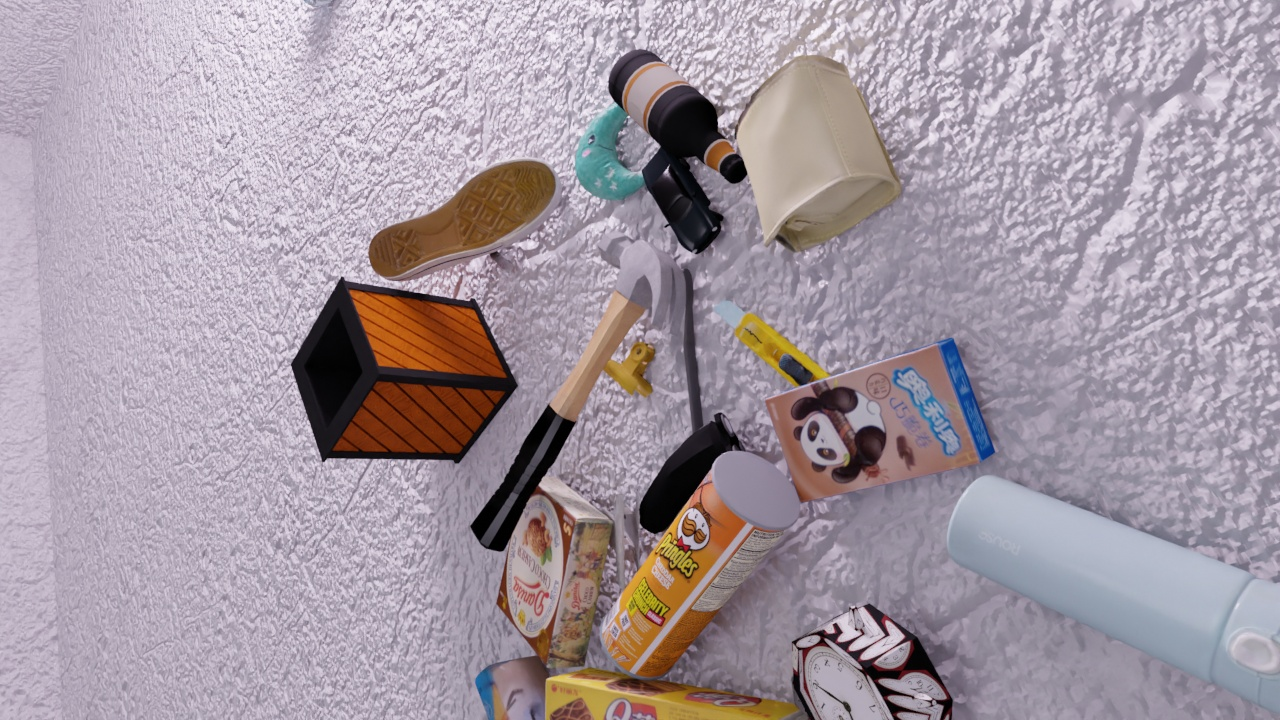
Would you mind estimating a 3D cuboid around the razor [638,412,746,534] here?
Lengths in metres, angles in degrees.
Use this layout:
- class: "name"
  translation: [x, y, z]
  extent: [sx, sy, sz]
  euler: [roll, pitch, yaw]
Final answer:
- class: "razor"
  translation: [0.039, 0.107, 0.801]
  extent: [0.157, 0.060, 0.057]
  euler: [-43, 52, 37]

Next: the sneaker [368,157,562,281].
- class: "sneaker"
  translation: [-0.187, -0.149, 1.033]
  extent: [0.241, 0.087, 0.118]
  euler: [-21, 81, 16]

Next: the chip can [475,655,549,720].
- class: "chip can"
  translation: [-0.087, 0.396, 0.878]
  extent: [0.080, 0.079, 0.229]
  euler: [-49, 54, 29]

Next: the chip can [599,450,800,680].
- class: "chip can"
  translation: [0.043, 0.172, 0.750]
  extent: [0.075, 0.075, 0.216]
  euler: [57, 132, 33]

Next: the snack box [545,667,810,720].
- class: "snack box"
  translation: [0.025, 0.328, 0.762]
  extent: [0.231, 0.061, 0.110]
  euler: [-4, 83, 36]

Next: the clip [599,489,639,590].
- class: "clip"
  translation: [-0.011, 0.157, 0.861]
  extent: [0.058, 0.050, 0.102]
  euler: [-121, 30, -64]

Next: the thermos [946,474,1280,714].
- class: "thermos"
  translation: [0.288, 0.133, 0.540]
  extent: [0.207, 0.077, 0.065]
  euler: [23, 97, 46]

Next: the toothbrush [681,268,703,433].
- class: "toothbrush"
  translation: [0.046, -0.003, 0.837]
  extent: [0.013, 0.012, 0.167]
  euler: [-20, 71, 50]

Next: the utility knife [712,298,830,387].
- class: "utility knife"
  translation: [0.118, -0.001, 0.766]
  extent: [0.030, 0.017, 0.179]
  euler: [-56, 48, 13]

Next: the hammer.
- class: "hammer"
  translation: [-0.066, 0.037, 0.873]
  extent: [0.328, 0.039, 0.131]
  euler: [-59, 40, 9]

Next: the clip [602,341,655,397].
- class: "clip"
  translation: [-0.004, 0.007, 0.883]
  extent: [0.049, 0.045, 0.054]
  euler: [-36, 47, -15]

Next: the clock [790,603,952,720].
- class: "clock"
  translation: [0.164, 0.244, 0.657]
  extent: [0.114, 0.065, 0.155]
  euler: [50, 147, 35]

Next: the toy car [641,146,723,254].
- class: "toy car"
  translation: [0.036, -0.149, 0.849]
  extent: [0.046, 0.034, 0.112]
  euler: [-47, 56, 31]

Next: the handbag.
- class: "handbag"
  translation: [0.133, -0.162, 0.728]
  extent: [0.111, 0.081, 0.119]
  euler: [-35, 63, 44]

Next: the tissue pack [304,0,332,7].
- class: "tissue pack"
  translation: [-0.493, -0.624, 1.407]
  extent: [0.093, 0.061, 0.145]
  euler: [45, 119, 36]

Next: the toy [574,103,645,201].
- class: "toy"
  translation: [-0.031, -0.209, 0.926]
  extent: [0.085, 0.033, 0.105]
  euler: [-19, 70, 30]

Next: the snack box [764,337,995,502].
- class: "snack box"
  translation: [0.172, 0.047, 0.678]
  extent: [0.152, 0.034, 0.087]
  euler: [-22, 86, 40]

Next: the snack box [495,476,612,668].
- class: "snack box"
  translation: [-0.087, 0.201, 0.897]
  extent: [0.143, 0.041, 0.147]
  euler: [22, 102, 61]

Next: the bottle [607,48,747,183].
- class: "bottle"
  translation: [0.038, -0.218, 0.837]
  extent: [0.181, 0.059, 0.059]
  euler: [51, 119, 35]

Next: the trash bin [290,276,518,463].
- class: "trash bin"
  translation: [-0.266, 0.017, 1.029]
  extent: [0.140, 0.171, 0.139]
  euler: [-50, 54, 28]
